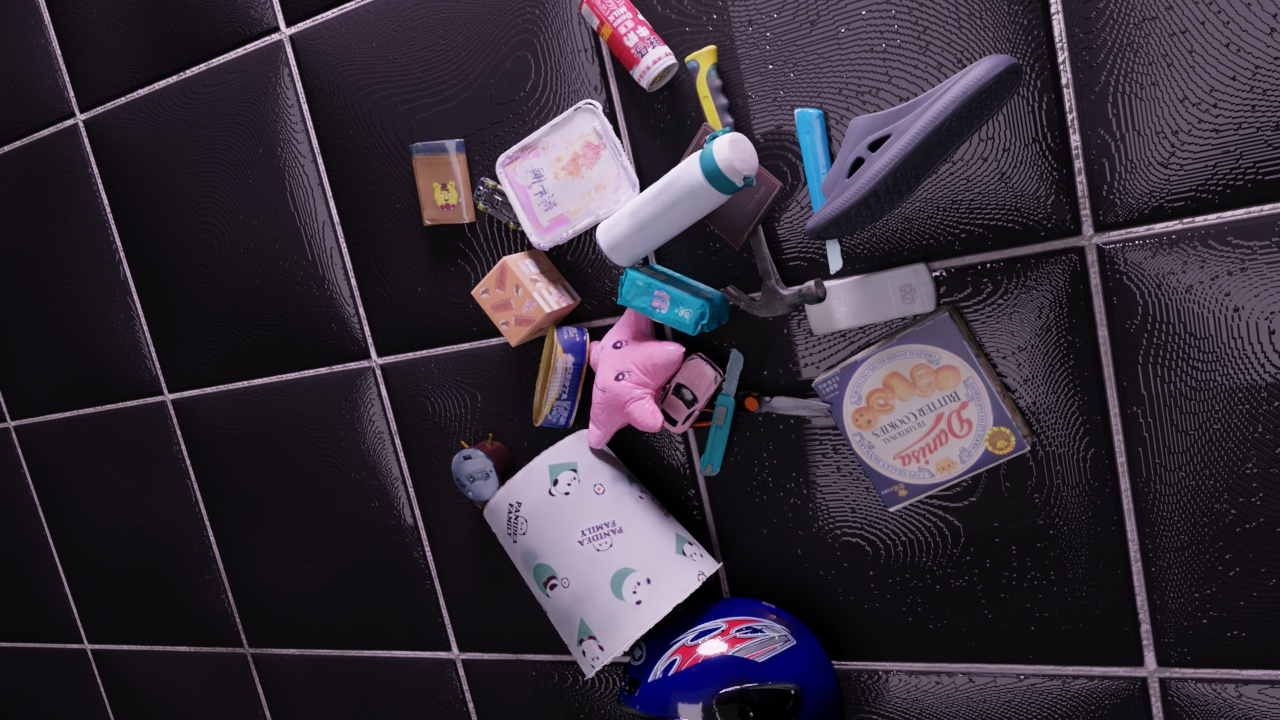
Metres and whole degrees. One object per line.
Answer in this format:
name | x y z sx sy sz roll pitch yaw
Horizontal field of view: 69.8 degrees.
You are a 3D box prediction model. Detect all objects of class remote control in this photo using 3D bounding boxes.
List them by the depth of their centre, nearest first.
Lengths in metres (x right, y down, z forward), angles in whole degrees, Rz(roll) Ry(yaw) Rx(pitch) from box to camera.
remote control | 0.266 -0.072 1.065 0.150 0.021 0.058 -11 96 28

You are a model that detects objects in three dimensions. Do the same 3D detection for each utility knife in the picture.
utility knife | 0.210 -0.195 1.060 0.034 0.018 0.194 -4 103 38
utility knife | 0.101 0.072 1.151 0.029 0.013 0.224 19 131 13

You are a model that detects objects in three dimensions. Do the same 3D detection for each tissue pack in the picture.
tissue pack | 0.043 -0.074 1.131 0.133 0.093 0.050 25 109 18

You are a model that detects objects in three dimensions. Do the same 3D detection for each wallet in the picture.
wallet | 0.098 -0.203 1.070 0.122 0.020 0.097 44 126 16
wallet | -0.275 -0.246 1.273 0.090 0.033 0.115 1 108 24

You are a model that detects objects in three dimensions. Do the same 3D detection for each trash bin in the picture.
trash bin | -0.058 0.243 1.202 0.252 0.229 0.230 50 118 12

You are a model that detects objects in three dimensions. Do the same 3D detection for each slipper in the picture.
slipper | 0.275 -0.234 0.980 0.269 0.110 0.083 -42 68 24

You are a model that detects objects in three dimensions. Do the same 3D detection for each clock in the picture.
clock | -0.226 0.172 1.350 0.082 0.055 0.122 -16 97 28

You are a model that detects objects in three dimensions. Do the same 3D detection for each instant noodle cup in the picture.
instant noodle cup | -0.084 -0.234 1.167 0.174 0.060 0.138 -25 92 30

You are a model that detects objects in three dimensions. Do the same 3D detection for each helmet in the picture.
helmet | 0.089 0.428 1.138 0.315 0.247 0.240 -20 84 -10

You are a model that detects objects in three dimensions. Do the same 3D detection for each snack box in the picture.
snack box | 0.323 0.057 1.060 0.178 0.045 0.182 -32 88 30
snack box | -0.151 -0.085 1.221 0.077 0.092 0.094 -41 85 28

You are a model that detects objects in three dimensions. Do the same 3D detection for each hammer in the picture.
hammer | 0.115 -0.207 1.087 0.126 0.031 0.323 -16 94 39

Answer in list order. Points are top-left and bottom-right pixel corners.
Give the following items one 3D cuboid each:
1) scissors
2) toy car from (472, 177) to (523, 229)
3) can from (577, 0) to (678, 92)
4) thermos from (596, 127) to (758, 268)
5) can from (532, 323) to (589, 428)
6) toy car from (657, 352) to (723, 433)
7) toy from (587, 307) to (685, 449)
scissors | 0.133 0.063 1.151 0.235 0.021 0.143 27 125 23
toy car | -0.181 -0.211 1.234 0.090 0.035 0.042 33 117 14
can | -0.014 -0.387 1.094 0.053 0.053 0.132 -41 84 28
thermos | 0.041 -0.186 1.060 0.225 0.073 0.073 -30 90 44
can | -0.108 0.023 1.234 0.049 0.074 0.148 6 115 -17
toy car | 0.058 0.044 1.157 0.056 0.037 0.123 40 129 12
toy | -0.007 0.007 1.160 0.179 0.074 0.194 -24 56 39
